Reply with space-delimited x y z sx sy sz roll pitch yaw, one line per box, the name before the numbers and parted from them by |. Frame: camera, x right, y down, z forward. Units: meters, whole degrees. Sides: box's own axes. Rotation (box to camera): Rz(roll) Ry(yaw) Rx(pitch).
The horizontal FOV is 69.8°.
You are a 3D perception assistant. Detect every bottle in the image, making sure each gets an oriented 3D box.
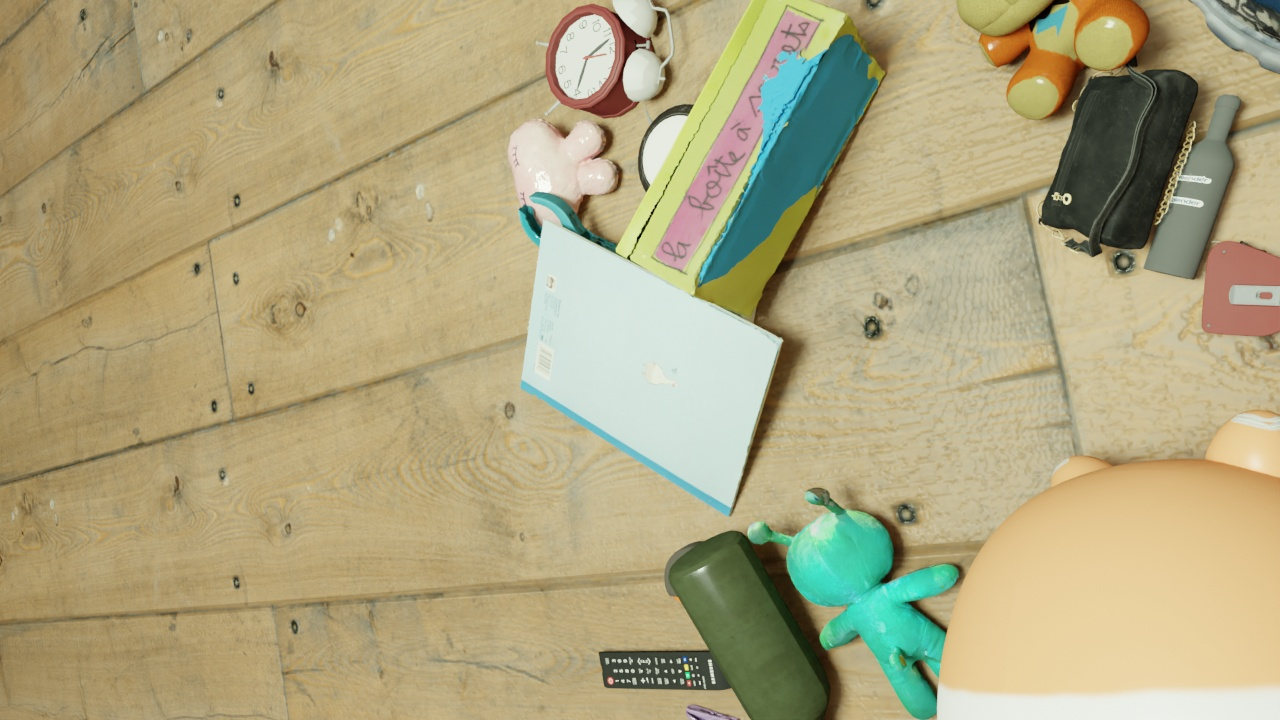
bottle | 0.350 -0.109 0.575 0.030 0.030 0.113 21 103 33
bottle | 0.102 0.239 0.729 0.072 0.071 0.207 -30 90 32

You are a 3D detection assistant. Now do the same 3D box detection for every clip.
clip | -0.054 -0.111 0.832 0.120 0.027 0.103 42 116 -4
clip | 0.064 0.322 0.804 0.051 0.014 0.045 -13 87 32

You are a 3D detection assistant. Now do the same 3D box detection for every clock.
clock | -0.029 -0.272 0.823 0.138 0.048 0.096 -10 86 36
clock | 0.040 -0.166 0.781 0.091 0.043 0.123 -7 88 35

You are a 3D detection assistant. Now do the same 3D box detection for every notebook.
notebook | -0.005 0.005 0.804 0.253 0.009 0.181 30 125 27

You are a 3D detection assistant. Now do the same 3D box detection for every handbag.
handbag | 0.300 -0.132 0.590 0.079 0.054 0.128 35 113 62

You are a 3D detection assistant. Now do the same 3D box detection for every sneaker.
sneaker | 0.389 -0.191 0.484 0.103 0.132 0.269 -47 65 29

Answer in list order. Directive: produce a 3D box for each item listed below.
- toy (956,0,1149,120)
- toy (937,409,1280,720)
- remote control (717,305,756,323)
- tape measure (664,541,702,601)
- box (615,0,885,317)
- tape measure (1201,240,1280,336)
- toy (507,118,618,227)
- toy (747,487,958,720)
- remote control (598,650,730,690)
toy | 0.258 -0.253 0.598 0.112 0.096 0.176 138 121 -64
toy | 0.300 0.177 0.493 0.263 0.265 0.280 141 134 -63
remote control | 0.068 -0.044 0.776 0.060 0.028 0.114 20 103 33
tape measure | 0.053 0.186 0.793 0.059 0.038 0.058 -11 86 21
box | 0.086 -0.151 0.686 0.080 0.124 0.221 31 101 27
tape measure | 0.378 -0.044 0.565 0.051 0.019 0.059 6 95 35
toy | -0.073 -0.178 0.857 0.105 0.053 0.108 -16 91 22
toy | 0.171 0.181 0.693 0.131 0.072 0.193 -45 77 27
remote control | 0.019 0.279 0.831 0.147 0.015 0.033 -13 84 35
